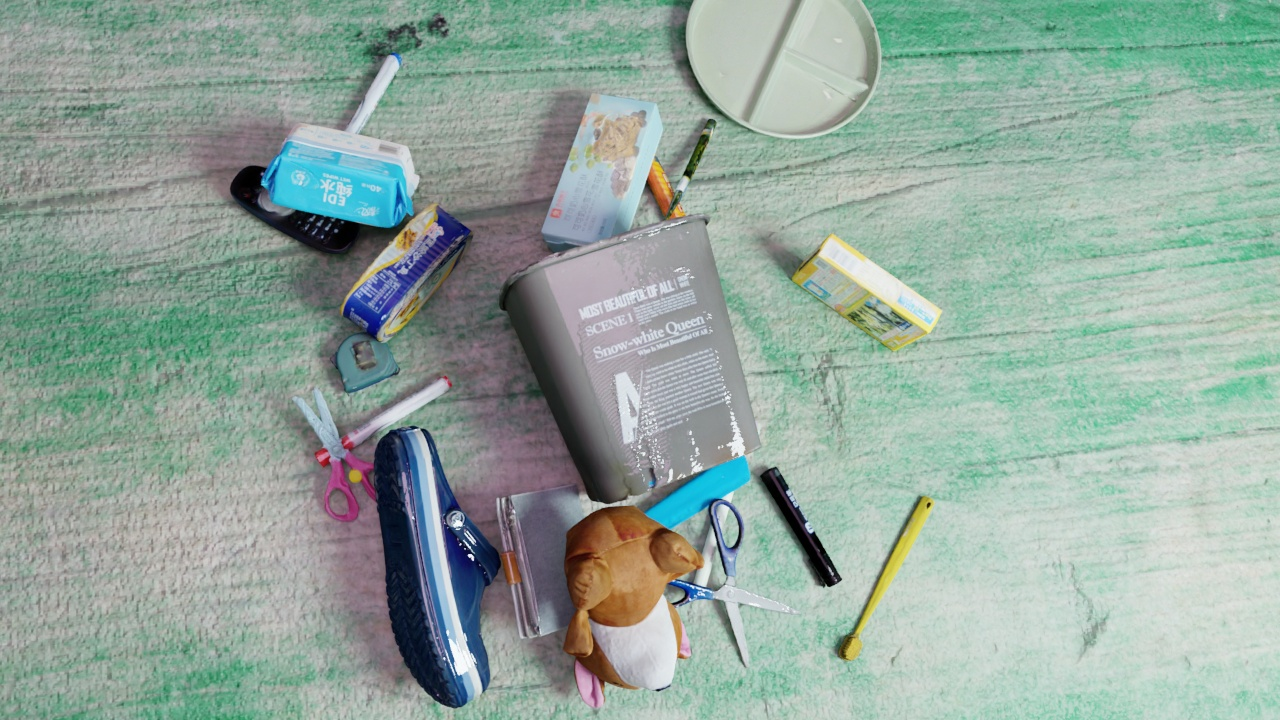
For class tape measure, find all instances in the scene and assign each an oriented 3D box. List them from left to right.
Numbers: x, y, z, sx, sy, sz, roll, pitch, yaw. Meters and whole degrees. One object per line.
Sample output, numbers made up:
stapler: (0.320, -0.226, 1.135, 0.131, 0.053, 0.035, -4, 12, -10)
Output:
tape measure: (-0.272, 0.000, 0.902, 0.058, 0.025, 0.054, -23, 83, -14)

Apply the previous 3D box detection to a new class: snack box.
snack box: (-0.038, -0.190, 0.956, 0.074, 0.051, 0.174, 14, 75, 15)
snack box: (0.234, -0.069, 0.961, 0.140, 0.087, 0.033, 37, 75, 1)

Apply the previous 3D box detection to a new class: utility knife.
utility knife: (0.030, 0.149, 0.907, 0.185, 0.018, 0.034, -32, 77, -4)

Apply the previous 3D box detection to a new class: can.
can: (-0.228, -0.086, 0.902, 0.049, 0.075, 0.148, 37, 69, -1)

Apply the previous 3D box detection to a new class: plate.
plate: (0.162, -0.355, 1.046, 0.230, 0.027, 0.230, 2, 76, -8)

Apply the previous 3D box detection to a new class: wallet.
wallet: (-0.088, 0.186, 0.863, 0.106, 0.037, 0.129, -2, 74, -49)

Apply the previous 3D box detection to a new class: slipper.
slipper: (-0.182, 0.183, 0.842, 0.095, 0.105, 0.252, -10, 81, -32)

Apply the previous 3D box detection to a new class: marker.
marker: (-0.290, -0.262, 0.963, 0.017, 0.017, 0.145, 25, 75, -2)
marker: (-0.250, 0.058, 0.896, 0.145, 0.017, 0.017, -32, 84, -14)
marker: (0.162, 0.169, 0.932, 0.022, 0.020, 0.132, -32, 84, 15)

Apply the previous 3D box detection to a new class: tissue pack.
tissue pack: (-0.289, -0.178, 0.898, 0.140, 0.063, 0.089, 10, 33, -14)

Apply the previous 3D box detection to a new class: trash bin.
trash bin: (-0.005, 0.005, 0.861, 0.199, 0.199, 0.219, -19, 86, -12)

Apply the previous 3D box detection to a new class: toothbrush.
toothbrush: (0.049, -0.191, 0.979, 0.012, 0.017, 0.185, 36, 61, -23)
toothbrush: (0.085, 0.148, 0.925, 0.029, 0.020, 0.189, 33, 71, -44)
toothbrush: (0.253, 0.221, 0.934, 0.015, 0.017, 0.189, 34, 75, -1)

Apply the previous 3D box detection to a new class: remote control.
remote control: (-0.346, -0.149, 0.925, 0.136, 0.024, 0.053, 29, 71, 0)

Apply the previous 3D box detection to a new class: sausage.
sausage: (0.036, -0.158, 0.985, 0.021, 0.021, 0.165, -23, 82, -13)

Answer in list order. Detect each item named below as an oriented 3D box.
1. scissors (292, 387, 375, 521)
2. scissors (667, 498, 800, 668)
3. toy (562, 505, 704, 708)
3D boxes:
scissors: (-0.295, 0.091, 0.867, 0.076, 0.017, 0.137, -36, 102, -6)
scissors: (0.079, 0.217, 0.895, 0.175, 0.012, 0.162, 8, 87, -13)
toy: (-0.005, 0.225, 0.807, 0.140, 0.200, 0.130, -14, 41, -18)
